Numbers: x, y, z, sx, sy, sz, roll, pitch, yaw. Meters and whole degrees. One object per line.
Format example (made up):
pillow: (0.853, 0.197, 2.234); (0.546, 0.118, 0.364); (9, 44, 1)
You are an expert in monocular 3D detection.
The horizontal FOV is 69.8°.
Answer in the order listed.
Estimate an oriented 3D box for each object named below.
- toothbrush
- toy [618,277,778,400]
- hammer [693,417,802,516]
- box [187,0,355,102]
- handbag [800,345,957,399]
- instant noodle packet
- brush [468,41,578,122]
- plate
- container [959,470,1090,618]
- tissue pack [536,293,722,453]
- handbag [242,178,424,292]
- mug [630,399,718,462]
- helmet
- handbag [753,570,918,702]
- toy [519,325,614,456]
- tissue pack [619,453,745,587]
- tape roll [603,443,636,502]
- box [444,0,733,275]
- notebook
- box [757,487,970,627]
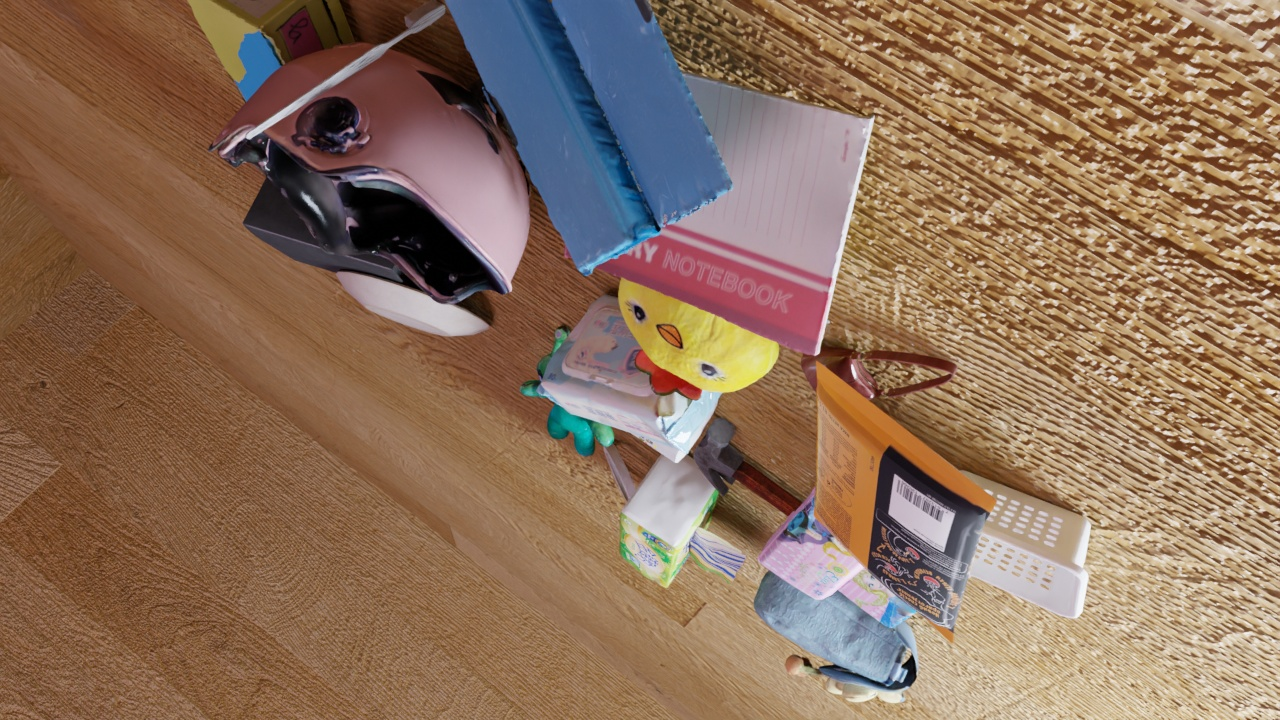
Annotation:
toothbrush: (-0.204, -0.205, 0.638); (0.010, 0.181, 0.010); (35, 151, 16)
toy: (0.054, -0.053, 0.665); (0.134, 0.092, 0.208); (37, 146, 9)
hammer: (0.184, 0.172, 0.948); (0.300, 0.028, 0.111); (35, 155, 7)
box: (-0.308, -0.257, 0.828); (0.124, 0.080, 0.221); (33, 159, 21)
handbag: (0.177, 0.009, 0.673); (0.120, 0.029, 0.055); (-5, 130, 51)
instant noodle packet: (0.192, 0.115, 0.712); (0.160, 0.032, 0.221); (43, 157, 36)
brush: (-0.086, -0.207, 0.674); (0.039, 0.012, 0.151); (48, 155, -21)
plate: (-0.275, -0.060, 1.098); (0.189, 0.027, 0.189); (18, 172, 2)
container: (0.284, 0.137, 0.710); (0.129, 0.049, 0.081); (22, 151, 34)
tissue pack: (-0.005, 0.005, 0.812); (0.182, 0.112, 0.070); (16, 157, 41)
handbag: (-0.337, -0.121, 1.084); (0.176, 0.072, 0.196); (17, 161, 5)
mug: (0.022, 0.034, 0.890); (0.089, 0.073, 0.105); (33, 130, 13)
helmet: (-0.190, -0.153, 0.738); (0.256, 0.152, 0.230); (21, 163, 28)
handbag: (0.212, 0.304, 1.013); (0.192, 0.118, 0.121); (30, -175, 13)
toy: (-0.074, 0.040, 1.042); (0.131, 0.072, 0.194); (30, 146, 15)
tissue pack: (0.059, 0.209, 1.097); (0.141, 0.120, 0.198); (31, 162, 14)
tape roll: (-0.023, 0.150, 1.170); (0.093, 0.013, 0.093); (66, 171, 0)
box: (-0.045, -0.177, 0.554); (0.231, 0.033, 0.175); (64, 152, -4)
notebook: (0.037, -0.105, 0.592); (0.209, 0.012, 0.153); (24, 122, 29)
box: (0.218, 0.185, 0.874); (0.159, 0.035, 0.231); (32, 146, 7)
